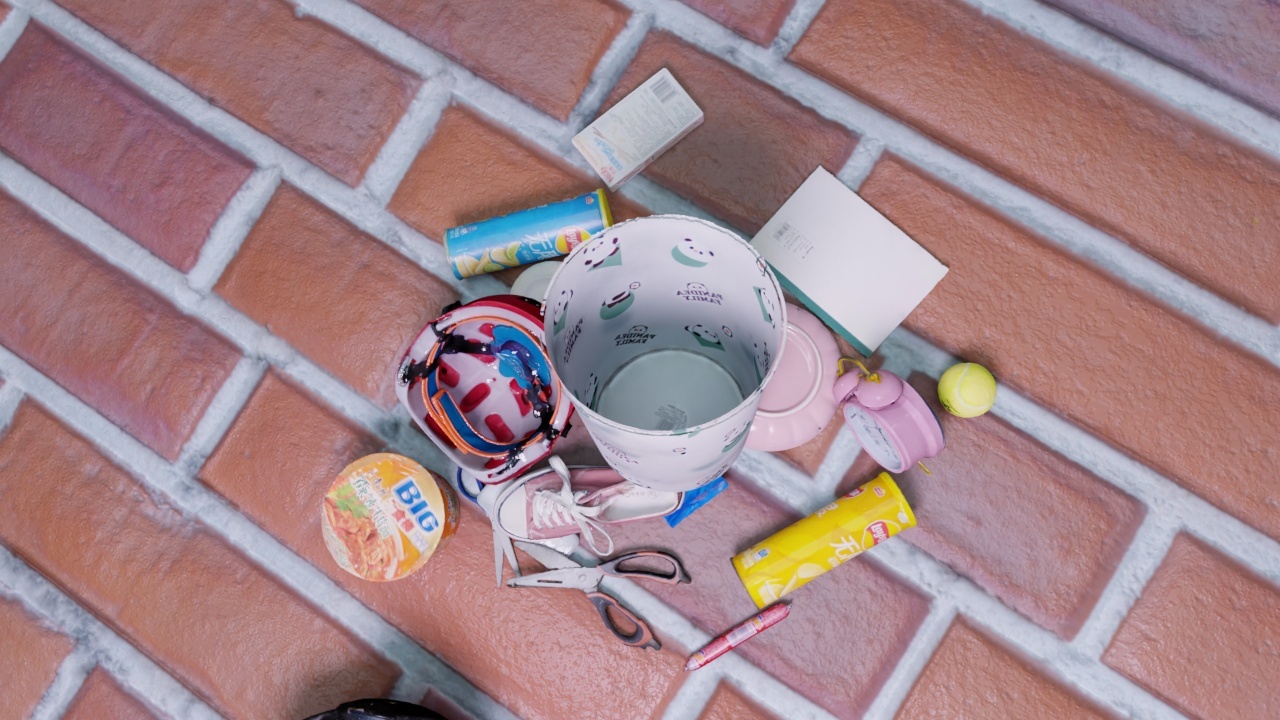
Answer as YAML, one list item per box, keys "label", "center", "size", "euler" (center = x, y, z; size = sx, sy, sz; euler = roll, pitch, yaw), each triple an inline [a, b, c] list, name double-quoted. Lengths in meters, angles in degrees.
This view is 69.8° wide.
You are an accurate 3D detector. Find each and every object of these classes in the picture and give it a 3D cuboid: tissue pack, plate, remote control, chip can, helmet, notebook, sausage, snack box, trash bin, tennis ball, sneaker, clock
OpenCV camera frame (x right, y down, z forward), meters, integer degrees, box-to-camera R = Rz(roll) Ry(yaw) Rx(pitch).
- label: "tissue pack"
  center: [0.028, 0.117, 1.126]
  size: [0.095, 0.052, 0.157]
  euler: [-36, 80, 0]
- label: "plate"
  center: [0.156, 0.012, 1.112]
  size: [0.192, 0.039, 0.192]
  euler: [0, 76, -2]
- label: "remote control"
  center: [-0.140, 0.198, 1.144]
  size: [0.136, 0.020, 0.056]
  euler: [42, 87, 1]
- label: "chip can"
  center: [0.214, 0.212, 1.081]
  size: [0.213, 0.072, 0.072]
  euler: [-30, 80, 4]
- label: "helmet"
  center: [-0.299, 0.504, 1.028]
  size: [0.275, 0.230, 0.233]
  euler: [1, 68, 6]
- label: "notebook"
  center: [0.254, -0.125, 1.148]
  size: [0.209, 0.012, 0.150]
  euler: [43, 90, 10]
- label: "sausage"
  center: [0.116, 0.332, 1.103]
  size: [0.156, 0.020, 0.020]
  euler: [-31, 80, 2]
- label: "snack box"
  center: [-0.003, -0.300, 1.196]
  size: [0.157, 0.027, 0.084]
  euler: [-38, 80, 1]
- label: "trash bin"
  center: [0.028, 0.013, 0.955]
  size: [0.229, 0.252, 0.229]
  euler: [-2, 65, 4]
- label: "chip can"
  center: [-0.141, -0.160, 1.173]
  size: [0.210, 0.071, 0.071]
  euler: [-13, 81, 5]
- label: "helmet"
  center: [-0.159, 0.011, 1.098]
  size: [0.207, 0.143, 0.241]
  euler: [46, 119, -7]
- label: "tennis ball"
  center: [0.386, 0.035, 1.084]
  size: [0.065, 0.065, 0.065]
  euler: [-1, 82, 7]
- label: "sneaker"
  center: [-0.070, 0.166, 1.072]
  size: [0.241, 0.087, 0.118]
  euler: [-9, 87, 16]
- label: "clock"
  center: [0.279, 0.058, 1.057]
  size: [0.059, 0.117, 0.158]
  euler: [-34, 100, -9]

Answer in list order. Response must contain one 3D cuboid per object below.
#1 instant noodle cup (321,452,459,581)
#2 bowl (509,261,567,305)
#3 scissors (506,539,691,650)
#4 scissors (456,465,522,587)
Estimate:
- label: "instant noodle cup"
  center: [-0.296, 0.190, 1.126]
  size: [0.151, 0.111, 0.151]
  euler: [-1, 83, 7]
- label: "bowl"
  center: [-0.114, -0.073, 1.161]
  size: [0.116, 0.066, 0.116]
  euler: [-1, 83, 7]
- label: "scissors"
  center: [-0.048, 0.275, 1.123]
  size: [0.189, 0.015, 0.224]
  euler: [-36, 87, -2]
- label: "scissors"
  center: [-0.173, 0.194, 1.162]
  size: [0.144, 0.012, 0.170]
  euler: [-45, 82, -1]
